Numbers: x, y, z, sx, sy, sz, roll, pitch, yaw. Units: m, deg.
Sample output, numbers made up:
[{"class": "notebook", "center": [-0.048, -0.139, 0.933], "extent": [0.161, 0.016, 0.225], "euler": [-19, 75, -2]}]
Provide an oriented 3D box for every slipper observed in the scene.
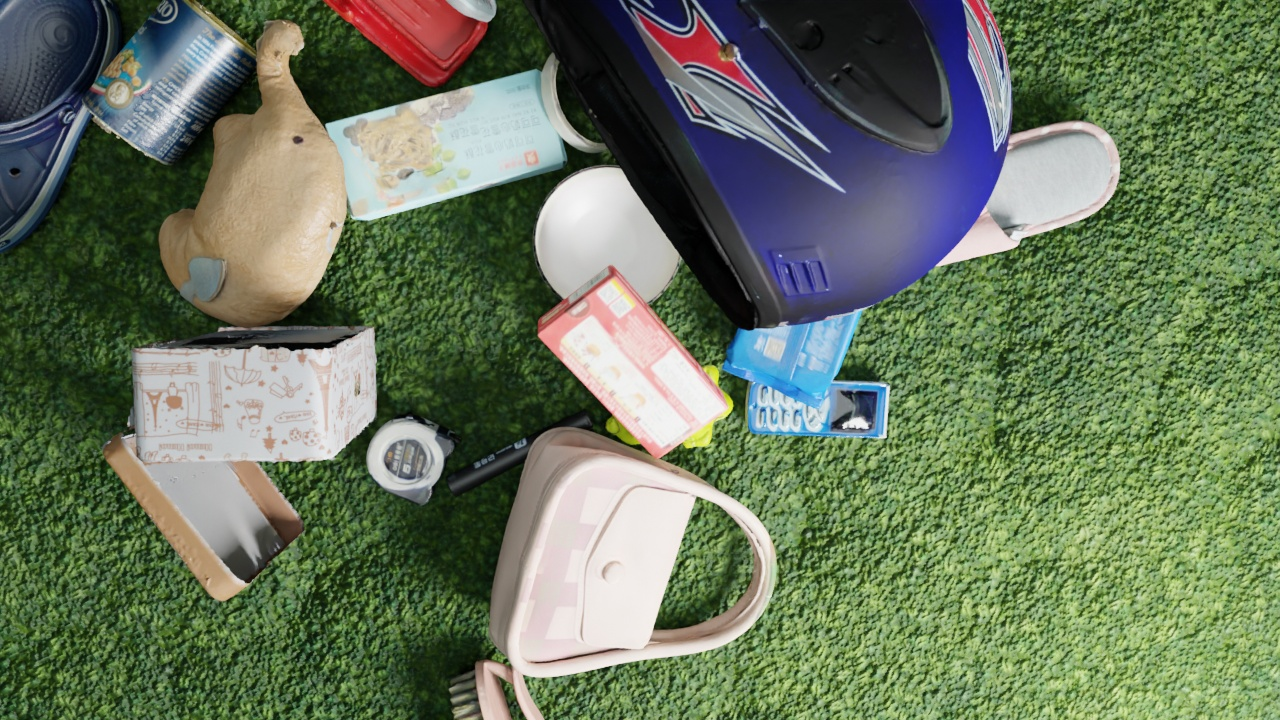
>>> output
[{"class": "slipper", "center": [-0.479, -0.177, 0.675], "extent": [0.105, 0.095, 0.253], "euler": [36, 89, -6]}, {"class": "slipper", "center": [0.266, -0.136, 0.759], "extent": [0.274, 0.054, 0.114], "euler": [-11, 99, -1]}]

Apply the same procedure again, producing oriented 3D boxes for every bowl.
[{"class": "bowl", "center": [-0.028, -0.095, 0.735], "extent": [0.116, 0.066, 0.116], "euler": [-1, 98, -6]}]

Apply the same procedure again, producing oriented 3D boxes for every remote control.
[{"class": "remote control", "center": [0.152, 0.040, 0.789], "extent": [0.125, 0.024, 0.049], "euler": [3, 97, -4]}]

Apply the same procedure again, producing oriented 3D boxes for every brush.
[{"class": "brush", "center": [-0.114, 0.323, 0.783], "extent": [0.073, 0.063, 0.145], "euler": [-14, 96, 1]}]

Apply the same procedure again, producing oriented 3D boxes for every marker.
[{"class": "marker", "center": [-0.101, 0.079, 0.775], "extent": [0.132, 0.020, 0.022], "euler": [-26, 102, -2]}]

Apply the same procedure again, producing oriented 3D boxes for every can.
[{"class": "can", "center": [-0.350, -0.211, 0.688], "extent": [0.075, 0.075, 0.111], "euler": [41, 92, -8]}]

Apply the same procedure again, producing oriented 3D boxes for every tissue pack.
[{"class": "tissue pack", "center": [0.133, -0.046, 0.749], "extent": [0.095, 0.052, 0.157], "euler": [20, 104, 10]}]

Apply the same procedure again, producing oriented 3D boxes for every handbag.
[{"class": "handbag", "center": [0.002, 0.170, 0.764], "extent": [0.234, 0.093, 0.193], "euler": [14, 102, -18]}]

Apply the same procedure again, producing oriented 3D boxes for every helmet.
[{"class": "helmet", "center": [0.098, -0.187, 0.604], "extent": [0.240, 0.247, 0.315], "euler": [-35, 95, -3]}]

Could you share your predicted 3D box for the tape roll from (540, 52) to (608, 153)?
[{"class": "tape roll", "center": [-0.041, -0.207, 0.720], "extent": [0.085, 0.014, 0.085], "euler": [6, 82, -43]}]

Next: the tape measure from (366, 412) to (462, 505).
[{"class": "tape measure", "center": [-0.191, 0.078, 0.760], "extent": [0.066, 0.033, 0.066], "euler": [28, 92, -10]}]

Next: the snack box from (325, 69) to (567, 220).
[{"class": "snack box", "center": [-0.150, -0.168, 0.723], "extent": [0.175, 0.051, 0.074], "euler": [-16, 97, -2]}]

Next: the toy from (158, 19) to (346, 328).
[{"class": "toy", "center": [-0.276, -0.132, 0.684], "extent": [0.143, 0.082, 0.226], "euler": [34, 104, 8]}]

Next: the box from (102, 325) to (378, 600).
[{"class": "box", "center": [-0.284, 0.073, 0.676], "extent": [0.154, 0.182, 0.185], "euler": [-2, 97, -5]}]

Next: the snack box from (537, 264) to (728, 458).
[{"class": "snack box", "center": [-0.004, 0.004, 0.718], "extent": [0.075, 0.025, 0.153], "euler": [-37, 116, 12]}]

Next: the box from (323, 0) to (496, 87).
[{"class": "box", "center": [-0.205, -0.305, 0.677], "extent": [0.201, 0.101, 0.095], "euler": [41, 91, -8]}]

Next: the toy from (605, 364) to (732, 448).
[{"class": "toy", "center": [0.022, 0.036, 0.774], "extent": [0.100, 0.031, 0.097], "euler": [35, 93, -13]}]
